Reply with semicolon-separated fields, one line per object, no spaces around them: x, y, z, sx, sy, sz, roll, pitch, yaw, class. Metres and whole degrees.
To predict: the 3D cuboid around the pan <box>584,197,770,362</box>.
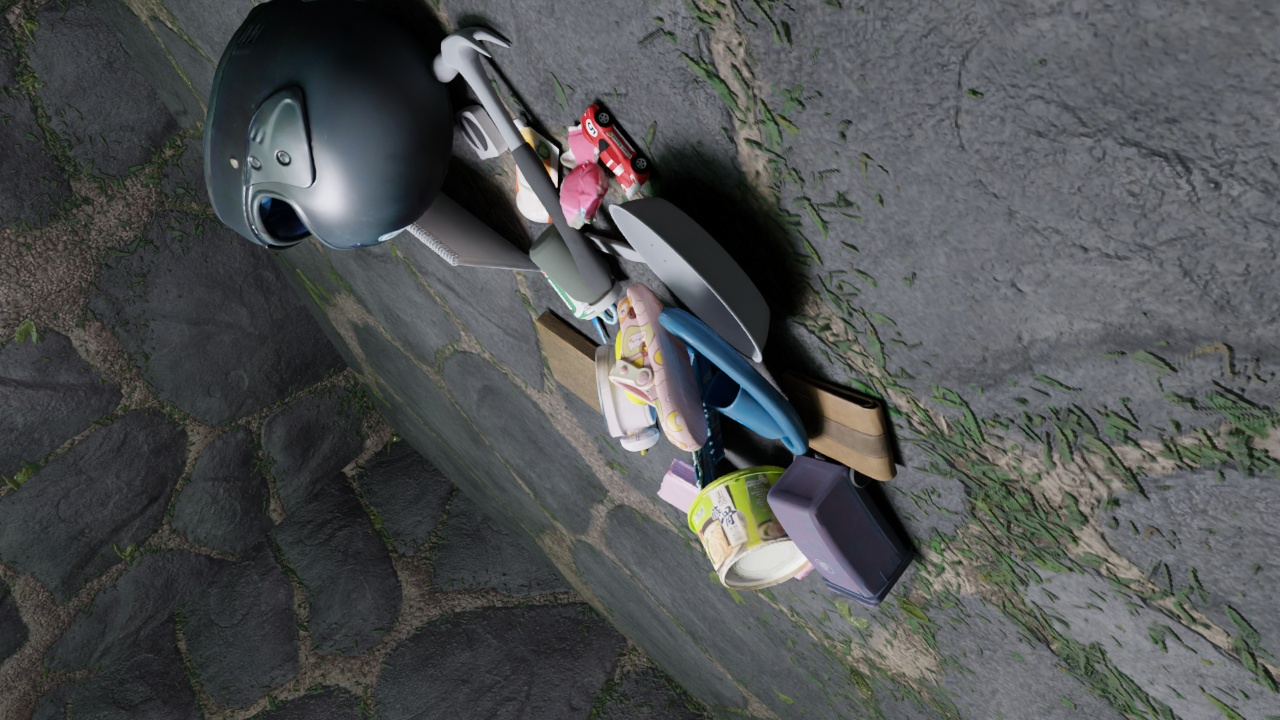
0.019;-0.102;0.924;0.201;0.051;0.356;47;177;-29;pan

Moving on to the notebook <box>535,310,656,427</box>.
-0.065;0.016;1.334;0.215;0.034;0.190;36;155;28;notebook

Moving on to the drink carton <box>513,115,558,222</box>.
-0.117;-0.214;1.031;0.069;0.038;0.122;40;152;17;drink carton

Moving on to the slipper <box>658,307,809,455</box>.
0.093;0.028;0.916;0.213;0.059;0.104;43;178;-20;slipper

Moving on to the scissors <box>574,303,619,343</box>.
-0.061;-0.068;1.211;0.127;0.015;0.125;30;152;44;scissors

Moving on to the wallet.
0.198;0.063;0.918;0.121;0.026;0.099;25;147;48;wallet

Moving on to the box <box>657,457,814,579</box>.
0.130;0.232;1.274;0.233;0.039;0.179;29;156;10;box

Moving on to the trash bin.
0.221;0.181;1.001;0.161;0.092;0.094;52;159;-25;trash bin

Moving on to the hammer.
-0.115;-0.208;0.976;0.311;0.029;0.125;59;151;-11;hammer

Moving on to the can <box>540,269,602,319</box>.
-0.081;-0.100;1.129;0.101;0.053;0.053;53;159;-17;can

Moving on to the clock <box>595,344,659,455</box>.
-0.013;0.050;1.173;0.116;0.059;0.158;-88;-14;-56;clock

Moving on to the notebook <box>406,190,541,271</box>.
-0.265;-0.188;1.231;0.245;0.013;0.177;37;-160;25;notebook

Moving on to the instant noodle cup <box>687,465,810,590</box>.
0.137;0.202;1.088;0.146;0.146;0.097;75;178;-52;instant noodle cup

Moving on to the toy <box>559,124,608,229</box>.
-0.051;-0.186;0.928;0.065;0.050;0.102;10;104;59;toy

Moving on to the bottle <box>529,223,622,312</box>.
-0.074;-0.107;1.068;0.108;0.060;0.060;43;162;-20;bottle

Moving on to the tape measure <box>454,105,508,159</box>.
-0.190;-0.269;1.086;0.064;0.016;0.065;12;140;57;tape measure

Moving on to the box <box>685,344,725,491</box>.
0.068;0.064;1.113;0.244;0.071;0.170;75;173;-51;box

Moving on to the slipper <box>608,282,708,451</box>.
0.010;0.014;0.961;0.093;0.082;0.197;39;-151;-58;slipper

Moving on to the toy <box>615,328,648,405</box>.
-0.006;0.006;1.050;0.095;0.041;0.094;-150;47;-88;toy

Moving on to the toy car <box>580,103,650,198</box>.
-0.026;-0.200;0.877;0.089;0.025;0.038;50;159;-6;toy car

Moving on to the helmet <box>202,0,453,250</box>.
-0.343;-0.245;1.057;0.236;0.248;0.317;27;118;6;helmet
